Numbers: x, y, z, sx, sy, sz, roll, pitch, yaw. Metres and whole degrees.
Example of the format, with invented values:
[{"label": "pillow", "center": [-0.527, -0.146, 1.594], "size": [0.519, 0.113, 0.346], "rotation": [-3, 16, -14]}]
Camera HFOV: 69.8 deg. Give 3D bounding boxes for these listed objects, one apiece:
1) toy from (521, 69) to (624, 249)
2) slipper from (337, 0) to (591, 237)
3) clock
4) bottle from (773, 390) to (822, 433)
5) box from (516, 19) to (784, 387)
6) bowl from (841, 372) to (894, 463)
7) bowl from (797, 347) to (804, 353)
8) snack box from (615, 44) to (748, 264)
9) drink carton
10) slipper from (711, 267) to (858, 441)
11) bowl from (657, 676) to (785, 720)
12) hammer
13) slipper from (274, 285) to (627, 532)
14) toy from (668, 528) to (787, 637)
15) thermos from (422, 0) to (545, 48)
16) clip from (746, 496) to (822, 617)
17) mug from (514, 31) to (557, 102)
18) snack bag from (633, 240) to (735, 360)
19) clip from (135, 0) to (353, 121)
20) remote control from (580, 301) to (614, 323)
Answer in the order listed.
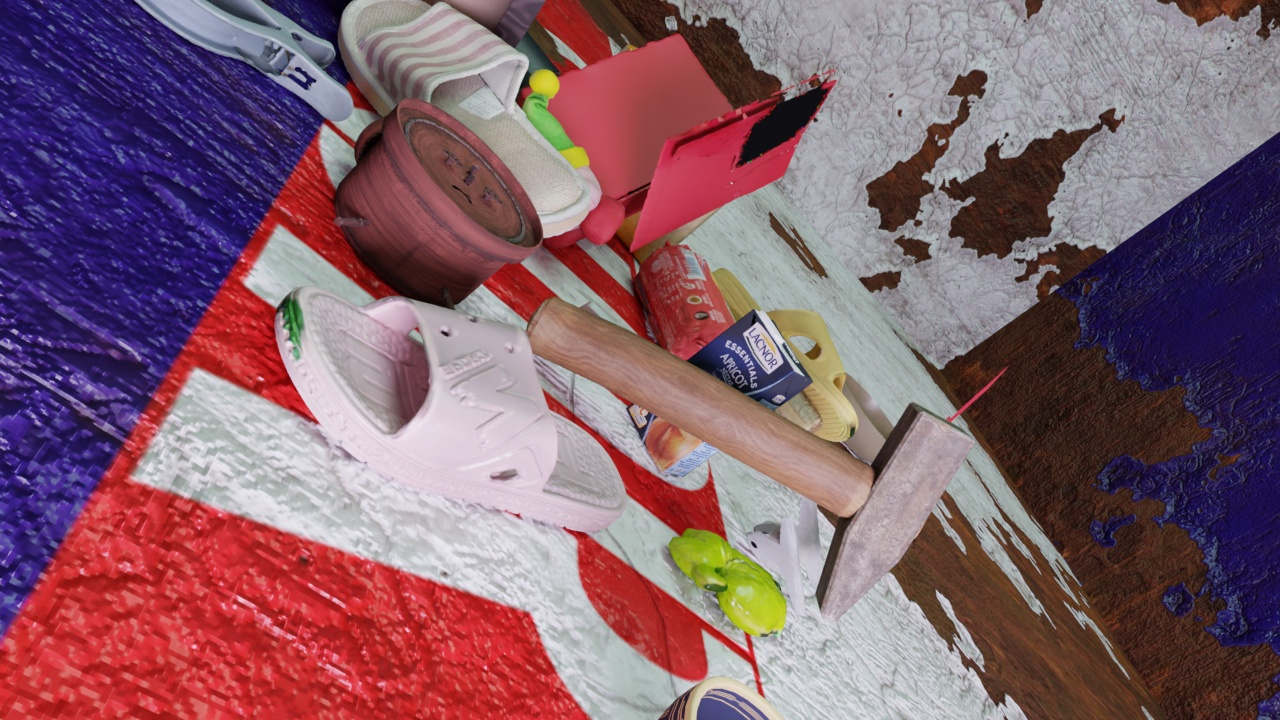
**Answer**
[{"label": "toy", "center": [-0.075, -0.162, 0.766], "size": [0.131, 0.096, 0.124], "rotation": [48, -18, -25]}, {"label": "slipper", "center": [-0.130, -0.200, 0.693], "size": [0.114, 0.052, 0.263], "rotation": [-29, 70, -35]}, {"label": "clock", "center": [-0.127, -0.100, 0.581], "size": [0.120, 0.072, 0.157], "rotation": [43, 21, -24]}, {"label": "bottle", "center": [0.122, 0.017, 0.969], "size": [0.166, 0.060, 0.059], "rotation": [54, 18, 11]}, {"label": "box", "center": [-0.029, -0.161, 0.966], "size": [0.216, 0.352, 0.198], "rotation": [-32, 82, -31]}, {"label": "bowl", "center": [0.309, 0.090, 1.287], "size": [0.152, 0.050, 0.152], "rotation": [44, 19, -20]}, {"label": "bowl", "center": [0.200, 0.043, 1.119], "size": [0.114, 0.051, 0.114], "rotation": [44, 19, -20]}, {"label": "snack box", "center": [0.002, -0.222, 1.004], "size": [0.195, 0.145, 0.080], "rotation": [50, 18, -3]}, {"label": "drink carton", "center": [0.059, 0.026, 0.687], "size": [0.040, 0.130, 0.064], "rotation": [21, 36, -58]}, {"label": "slipper", "center": [0.166, -0.016, 1.031], "size": [0.263, 0.078, 0.100], "rotation": [50, -21, 32]}, {"label": "bowl", "center": [0.035, 0.204, 0.398], "size": [0.112, 0.061, 0.112], "rotation": [44, 19, -20]}, {"label": "hammer", "center": [0.054, 0.046, 0.630], "size": [0.301, 0.158, 0.037], "rotation": [29, 10, 0]}, {"label": "slipper", "center": [-0.074, 0.026, 0.480], "size": [0.239, 0.064, 0.094], "rotation": [34, 25, -45]}, {"label": "toy", "center": [0.062, 0.148, 0.616], "size": [0.093, 0.036, 0.094], "rotation": [48, 15, 17]}, {"label": "thermos", "center": [-0.179, -0.374, 0.767], "size": [0.226, 0.173, 0.172], "rotation": [28, 26, -21]}, {"label": "clip", "center": [0.116, 0.144, 0.707], "size": [0.056, 0.056, 0.102], "rotation": [-122, -163, -58]}, {"label": "mug", "center": [-0.150, -0.281, 0.884], "size": [0.094, 0.085, 0.121], "rotation": [51, 47, 2]}, {"label": "snack bag", "center": [0.046, -0.046, 0.892], "size": [0.082, 0.082, 0.176], "rotation": [37, 22, -36]}, {"label": "clip", "center": [-0.248, -0.200, 0.565], "size": [0.163, 0.028, 0.112], "rotation": [25, 33, -52]}, {"label": "remote control", "center": [-0.004, 0.004, 0.734], "size": [0.131, 0.033, 0.012], "rotation": [45, 49, -16]}]
